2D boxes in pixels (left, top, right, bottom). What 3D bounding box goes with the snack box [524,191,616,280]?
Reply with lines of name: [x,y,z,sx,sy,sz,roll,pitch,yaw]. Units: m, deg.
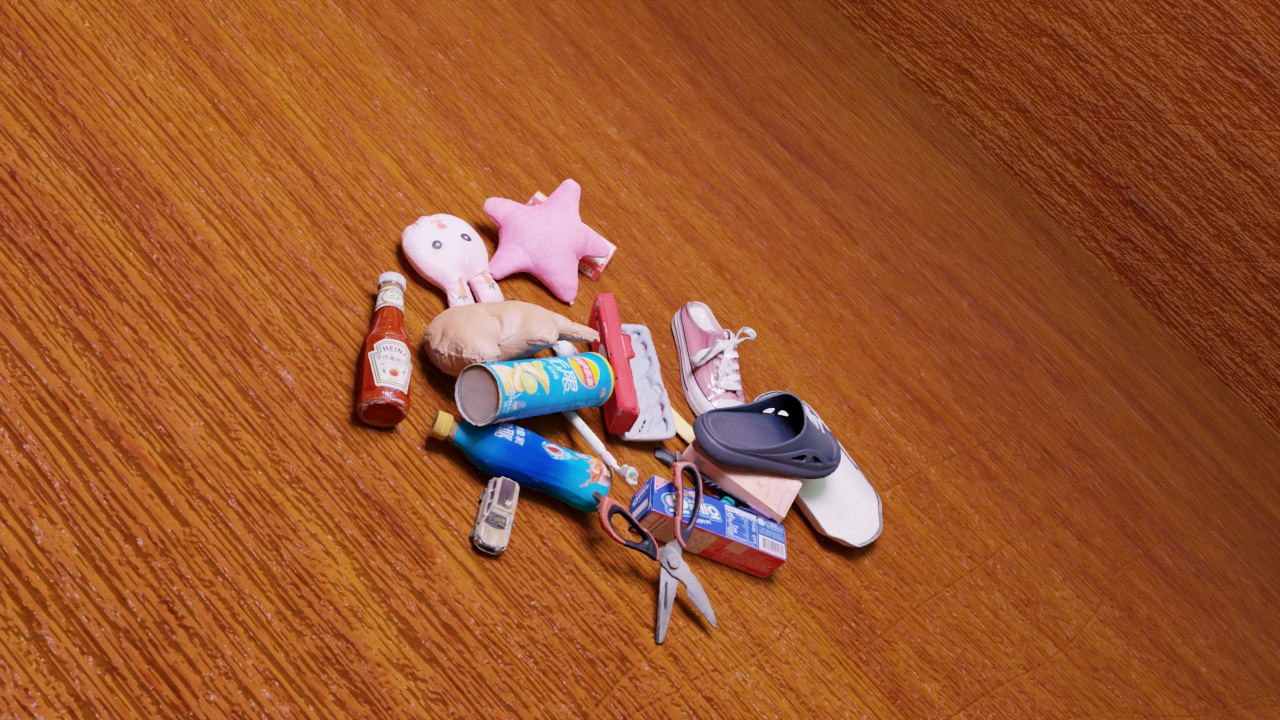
snack box: [-0.113,-0.190,1.394,0.153,0.026,0.075,35,41,-7]

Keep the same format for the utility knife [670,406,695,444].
utility knife: [0.028,0.060,1.285,0.178,0.019,0.030,50,36,5]

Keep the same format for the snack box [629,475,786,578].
snack box: [0.087,0.211,1.162,0.207,0.058,0.057,24,43,-21]

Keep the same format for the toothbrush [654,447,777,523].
toothbrush: [0.098,0.168,1.216,0.189,0.014,0.016,31,50,9]

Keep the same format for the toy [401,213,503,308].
toy: [-0.244,-0.126,1.212,0.121,0.054,0.159,-28,82,-48]

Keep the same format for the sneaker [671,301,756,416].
sneaker: [0.113,-0.001,1.353,0.118,0.088,0.240,10,49,-32]

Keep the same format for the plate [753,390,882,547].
plate: [0.253,0.163,1.360,0.161,0.034,0.265,-19,67,-47]

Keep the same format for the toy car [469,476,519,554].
toy car: [-0.159,0.172,1.018,0.042,0.035,0.090,25,44,-17]

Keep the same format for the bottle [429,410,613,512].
bottle: [-0.138,0.112,1.064,0.218,0.065,0.065,25,42,-20]

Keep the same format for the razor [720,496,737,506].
razor: [0.141,0.177,1.260,0.043,0.028,0.132,46,39,12]

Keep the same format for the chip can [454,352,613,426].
chip can: [-0.120,0.031,1.088,0.209,0.071,0.071,-6,58,-55]

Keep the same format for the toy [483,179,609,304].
toy: [-0.138,-0.160,1.305,0.194,0.075,0.178,-22,90,-29]

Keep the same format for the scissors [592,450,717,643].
scissors: [0.033,0.216,1.082,0.225,0.015,0.188,48,61,-9]

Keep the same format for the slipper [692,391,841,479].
slipper: [0.194,0.097,1.258,0.267,0.083,0.110,8,38,-37]

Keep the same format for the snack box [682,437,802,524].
snack box: [0.139,0.149,1.246,0.157,0.026,0.084,37,37,6]

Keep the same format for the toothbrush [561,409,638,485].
toothbrush: [-0.056,0.096,1.118,0.020,0.029,0.189,-35,38,-13]

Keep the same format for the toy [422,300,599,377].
toy: [-0.159,-0.035,1.145,0.225,0.083,0.143,-15,32,-39]

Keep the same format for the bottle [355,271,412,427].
bottle: [-0.293,-0.019,1.064,0.059,0.060,0.205,16,46,-28]

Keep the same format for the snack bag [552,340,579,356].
snack bag: [-0.091,0.004,1.231,0.045,0.026,0.105,21,34,-59]

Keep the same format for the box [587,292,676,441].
box: [-0.008,0.007,1.236,0.100,0.095,0.200,0,52,-18]
